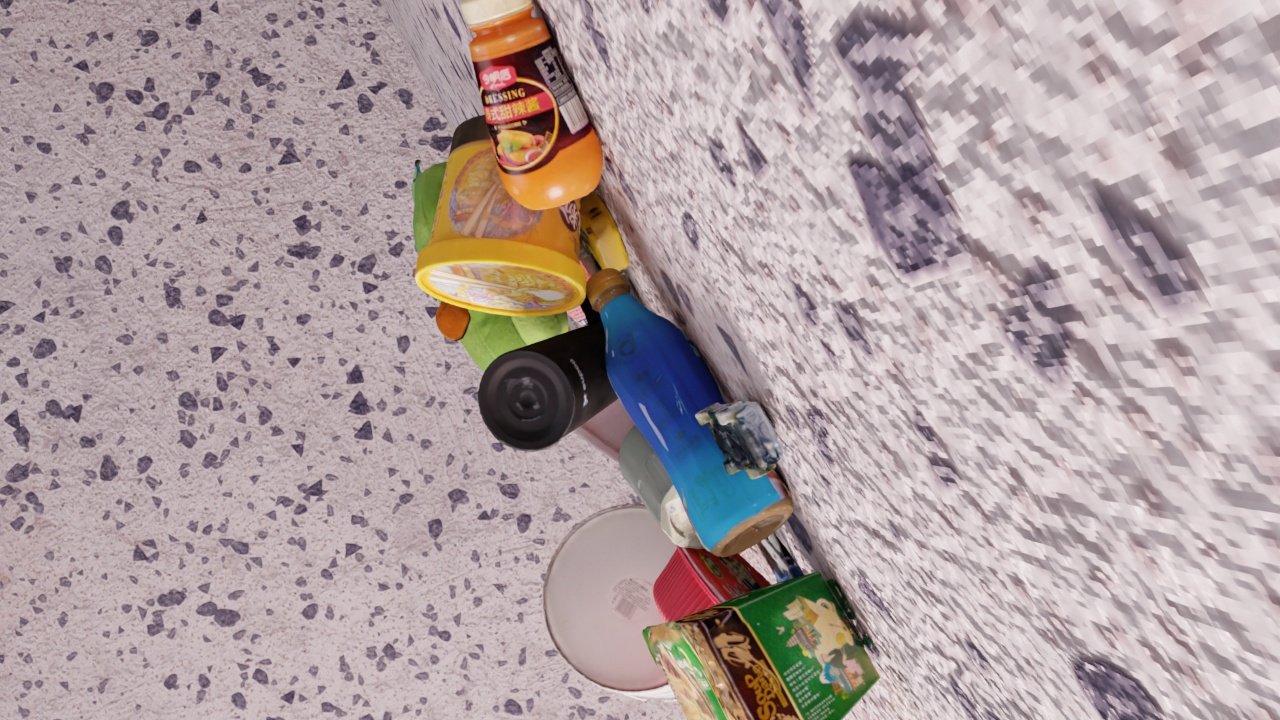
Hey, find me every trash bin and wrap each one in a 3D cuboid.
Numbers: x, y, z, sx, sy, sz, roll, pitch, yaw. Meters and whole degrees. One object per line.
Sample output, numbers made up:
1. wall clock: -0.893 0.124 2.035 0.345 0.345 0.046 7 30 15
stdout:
1. trash bin: 0.008 0.265 1.017 0.229 0.229 0.252 60 178 18

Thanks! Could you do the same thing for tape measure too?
1. tape measure: -0.036 -0.101 0.713 0.057 0.029 0.060 58 173 37

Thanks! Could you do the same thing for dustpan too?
1. dustpan: -0.025 0.115 1.129 0.273 0.138 0.222 62 174 -6

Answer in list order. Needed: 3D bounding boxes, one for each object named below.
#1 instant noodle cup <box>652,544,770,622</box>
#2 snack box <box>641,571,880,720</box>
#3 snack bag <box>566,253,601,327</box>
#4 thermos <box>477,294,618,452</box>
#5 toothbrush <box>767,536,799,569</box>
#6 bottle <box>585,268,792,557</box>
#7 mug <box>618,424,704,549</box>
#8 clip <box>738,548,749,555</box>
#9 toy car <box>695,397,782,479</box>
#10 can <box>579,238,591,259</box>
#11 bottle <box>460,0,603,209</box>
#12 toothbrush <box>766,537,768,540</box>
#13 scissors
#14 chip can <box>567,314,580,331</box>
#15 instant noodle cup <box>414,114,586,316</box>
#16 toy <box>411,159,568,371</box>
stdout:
1. instant noodle cup: 0.079 0.227 0.806 0.194 0.066 0.193 42 -175 -5
2. snack box: 0.084 0.204 0.611 0.118 0.105 0.118 62 157 10
3. snack bag: -0.056 -0.064 0.937 0.208 0.073 0.129 58 162 -15
4. thermos: -0.050 -0.002 0.706 0.090 0.068 0.242 62 -163 -2
5. toothbrush: 0.123 0.172 0.714 0.189 0.014 0.017 62 163 -8
6. bottle: 0.022 0.025 0.625 0.218 0.065 0.065 59 174 25
7. mug: 0.036 0.082 0.774 0.103 0.083 0.124 -131 38 -62
8. clip: 0.080 0.164 0.983 0.100 0.034 0.070 40 160 52
9. toy car: 0.059 0.042 0.525 0.043 0.034 0.090 64 173 1
10. can: -0.079 -0.136 0.764 0.116 0.058 0.058 61 175 -5
11. bottle: -0.071 -0.169 0.554 0.066 0.066 0.149 -129 18 -62
12. toothbrush: 0.090 0.148 0.860 0.186 0.017 0.012 -173 58 -84
13. scissors: 0.109 0.157 0.677 0.162 0.012 0.176 42 156 53
14. chip can: -0.095 -0.086 1.114 0.214 0.071 0.071 58 174 22
15. instant noodle cup: -0.094 -0.102 0.654 0.118 0.118 0.114 81 -167 -75
16. toy: -0.121 -0.061 0.779 0.247 0.090 0.226 64 -162 -17
